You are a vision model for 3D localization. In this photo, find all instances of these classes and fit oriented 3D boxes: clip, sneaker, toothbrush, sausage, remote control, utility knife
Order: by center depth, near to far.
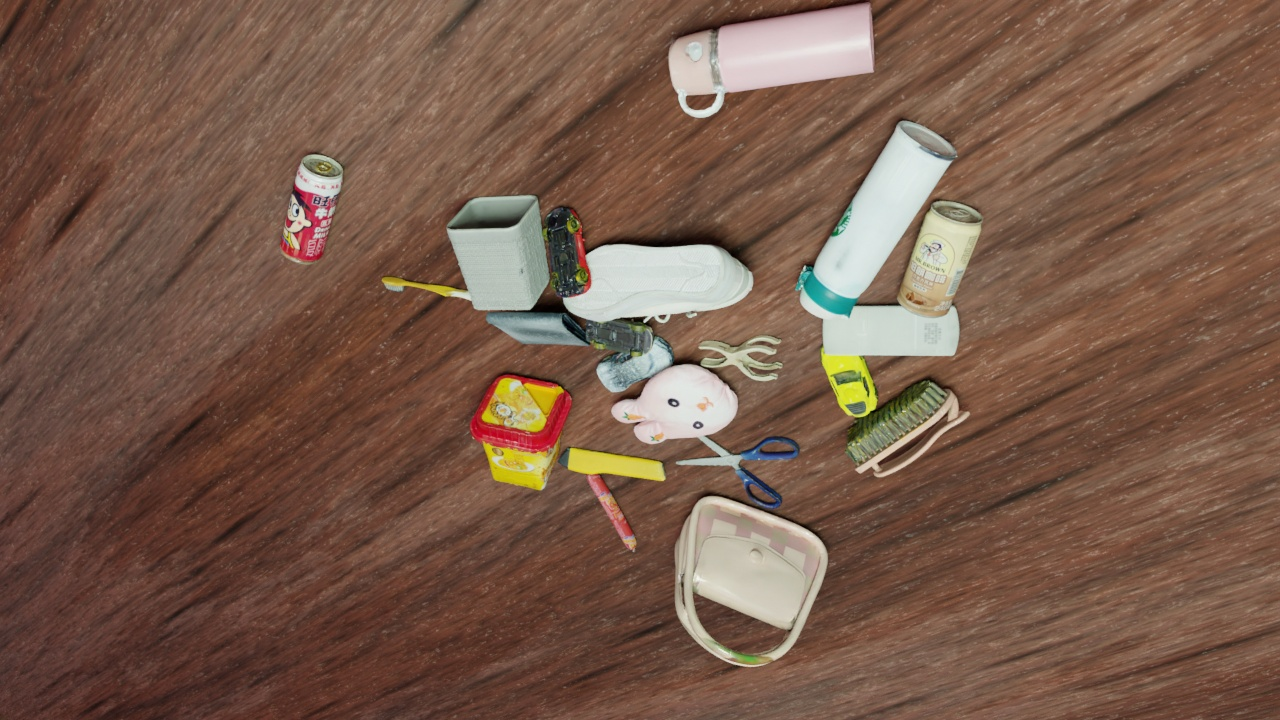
[{"bbox_3d":[0.285,-0.034,1.051,0.150,0.021,0.058,1,94,15],"label":"remote control"},{"bbox_3d":[0.020,-0.090,1.075,0.243,0.090,0.089,-2,83,37],"label":"sneaker"},{"bbox_3d":[0.124,-0.017,1.112,0.104,0.034,0.084,21,128,12],"label":"clip"},{"bbox_3d":[-0.245,-0.085,1.184,0.191,0.016,0.018,11,134,9],"label":"toothbrush"},{"bbox_3d":[-0.039,0.145,1.264,0.154,0.015,0.033,8,91,12],"label":"utility knife"},{"bbox_3d":[-0.039,0.214,1.310,0.020,0.020,0.156,-17,115,24],"label":"sausage"}]

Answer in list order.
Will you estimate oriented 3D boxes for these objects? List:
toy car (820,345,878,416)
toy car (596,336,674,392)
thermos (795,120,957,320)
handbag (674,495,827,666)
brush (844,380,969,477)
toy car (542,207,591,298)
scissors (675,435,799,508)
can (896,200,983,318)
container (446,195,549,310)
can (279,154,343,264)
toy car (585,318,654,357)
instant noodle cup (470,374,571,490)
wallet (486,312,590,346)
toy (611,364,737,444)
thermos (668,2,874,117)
[{"bbox_3d":[0.250,0.022,1.100,0.048,0.032,0.105,-16,114,24],"label":"toy car"},{"bbox_3d":[-0.007,0.007,1.164,0.106,0.031,0.049,-25,113,26],"label":"toy car"},{"bbox_3d":[0.243,-0.141,0.980,0.073,0.073,0.225,27,125,-1],"label":"thermos"},{"bbox_3d":[0.131,0.296,1.181,0.193,0.233,0.094,21,126,2],"label":"handbag"},{"bbox_3d":[0.318,0.082,1.100,0.073,0.063,0.146,44,120,-8],"label":"brush"},{"bbox_3d":[-0.086,-0.128,1.085,0.049,0.031,0.106,-12,88,37],"label":"toy car"},{"bbox_3d":[0.134,0.136,1.216,0.175,0.012,0.162,-23,111,29],"label":"scissors"},{"bbox_3d":[0.320,-0.107,0.983,0.058,0.058,0.116,15,124,7],"label":"can"},{"bbox_3d":[-0.164,-0.126,1.094,0.090,0.090,0.114,1,125,16],"label":"container"},{"bbox_3d":[-0.410,-0.187,1.144,0.053,0.053,0.133,28,124,-2],"label":"can"},{"bbox_3d":[-0.024,-0.033,1.132,0.090,0.035,0.042,14,117,24],"label":"toy car"},{"bbox_3d":[-0.156,0.101,1.224,0.116,0.116,0.124,11,134,9],"label":"instant noodle cup"},{"bbox_3d":[-0.123,-0.038,1.134,0.097,0.121,0.019,3,77,15],"label":"wallet"},{"bbox_3d":[0.043,0.062,1.168,0.160,0.054,0.121,-27,126,33],"label":"toy"},{"bbox_3d":[0.129,-0.295,0.909,0.199,0.067,0.087,-4,83,16],"label":"thermos"}]
